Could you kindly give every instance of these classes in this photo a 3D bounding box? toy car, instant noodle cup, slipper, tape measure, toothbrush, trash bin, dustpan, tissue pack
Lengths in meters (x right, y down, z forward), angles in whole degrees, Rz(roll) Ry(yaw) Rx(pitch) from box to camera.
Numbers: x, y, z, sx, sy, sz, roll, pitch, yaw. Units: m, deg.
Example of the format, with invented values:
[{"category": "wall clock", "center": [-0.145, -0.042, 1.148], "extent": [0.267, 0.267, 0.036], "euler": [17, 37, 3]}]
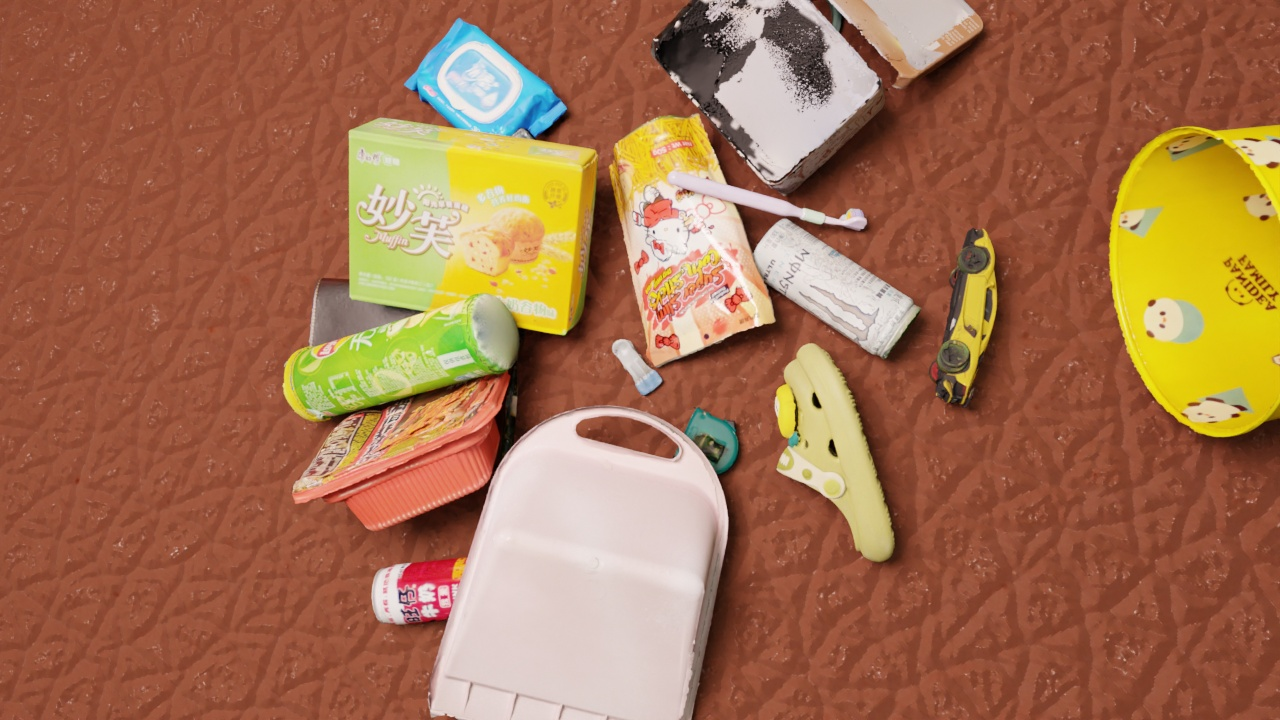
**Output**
[{"category": "toy car", "center": [0.277, -0.038, 0.778], "extent": [0.041, 0.071, 0.155], "euler": [11, 81, 13]}, {"category": "instant noodle cup", "center": [-0.192, 0.076, 0.805], "extent": [0.189, 0.164, 0.079], "euler": [-24, 106, 6]}, {"category": "slipper", "center": [0.154, 0.081, 0.770], "extent": [0.082, 0.091, 0.190], "euler": [-19, 80, 8]}, {"category": "tape measure", "center": [0.061, 0.076, 0.818], "extent": [0.054, 0.025, 0.058], "euler": [23, 85, 14]}, {"category": "toothbrush", "center": [-0.120, 0.048, 0.858], "extent": [0.012, 0.017, 0.185], "euler": [9, 79, -26]}, {"category": "trash bin", "center": [0.528, -0.077, 0.673], "extent": [0.255, 0.230, 0.229], "euler": [-10, 78, 2]}, {"category": "dustpan", "center": [-0.038, 0.186, 0.779], "extent": [0.222, 0.138, 0.274], "euler": [16, 119, -3]}, {"category": "tissue pack", "center": [-0.156, -0.266, 0.906], "extent": [0.157, 0.052, 0.095], "euler": [42, 88, 14]}, {"category": "toothbrush", "center": [0.112, -0.141, 0.805], "extent": [0.189, 0.029, 0.021], "euler": [10, 98, -18]}]

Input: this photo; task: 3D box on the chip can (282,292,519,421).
[{"category": "chip can", "center": [-0.213, -0.001, 0.818], "extent": [0.222, 0.072, 0.072], "euler": [-14, 77, 24]}]

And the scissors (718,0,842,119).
[{"category": "scissors", "center": [0.130, -0.304, 0.882], "extent": [0.179, 0.019, 0.172], "euler": [-24, 75, 4]}]

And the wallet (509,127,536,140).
[{"category": "wallet", "center": [-0.128, -0.149, 0.875], "extent": [0.121, 0.019, 0.097], "euler": [-38, 103, -1]}]

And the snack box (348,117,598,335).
[{"category": "snack box", "center": [-0.151, -0.120, 0.822], "extent": [0.210, 0.069, 0.158], "euler": [10, 115, 4]}]

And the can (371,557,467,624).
[{"category": "can", "center": [-0.167, 0.204, 0.817], "extent": [0.133, 0.053, 0.053], "euler": [-8, 78, 8]}]

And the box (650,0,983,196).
[{"category": "box", "center": [0.160, -0.291, 0.816], "extent": [0.273, 0.124, 0.179], "euler": [-39, 82, -6]}]

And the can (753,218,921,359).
[{"category": "can", "center": [0.169, -0.064, 0.808], "extent": [0.147, 0.058, 0.058], "euler": [36, 87, 14]}]

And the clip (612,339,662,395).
[{"category": "clip", "center": [-0.005, 0.005, 0.848], "extent": [0.025, 0.029, 0.057], "euler": [-38, 86, 3]}]

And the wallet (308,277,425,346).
[{"category": "wallet", "center": [-0.264, -0.032, 0.898], "extent": [0.122, 0.020, 0.096], "euler": [4, 85, 9]}]

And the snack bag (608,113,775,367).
[{"category": "snack bag", "center": [0.037, -0.109, 0.833], "extent": [0.129, 0.073, 0.207], "euler": [-22, 75, 30]}]
